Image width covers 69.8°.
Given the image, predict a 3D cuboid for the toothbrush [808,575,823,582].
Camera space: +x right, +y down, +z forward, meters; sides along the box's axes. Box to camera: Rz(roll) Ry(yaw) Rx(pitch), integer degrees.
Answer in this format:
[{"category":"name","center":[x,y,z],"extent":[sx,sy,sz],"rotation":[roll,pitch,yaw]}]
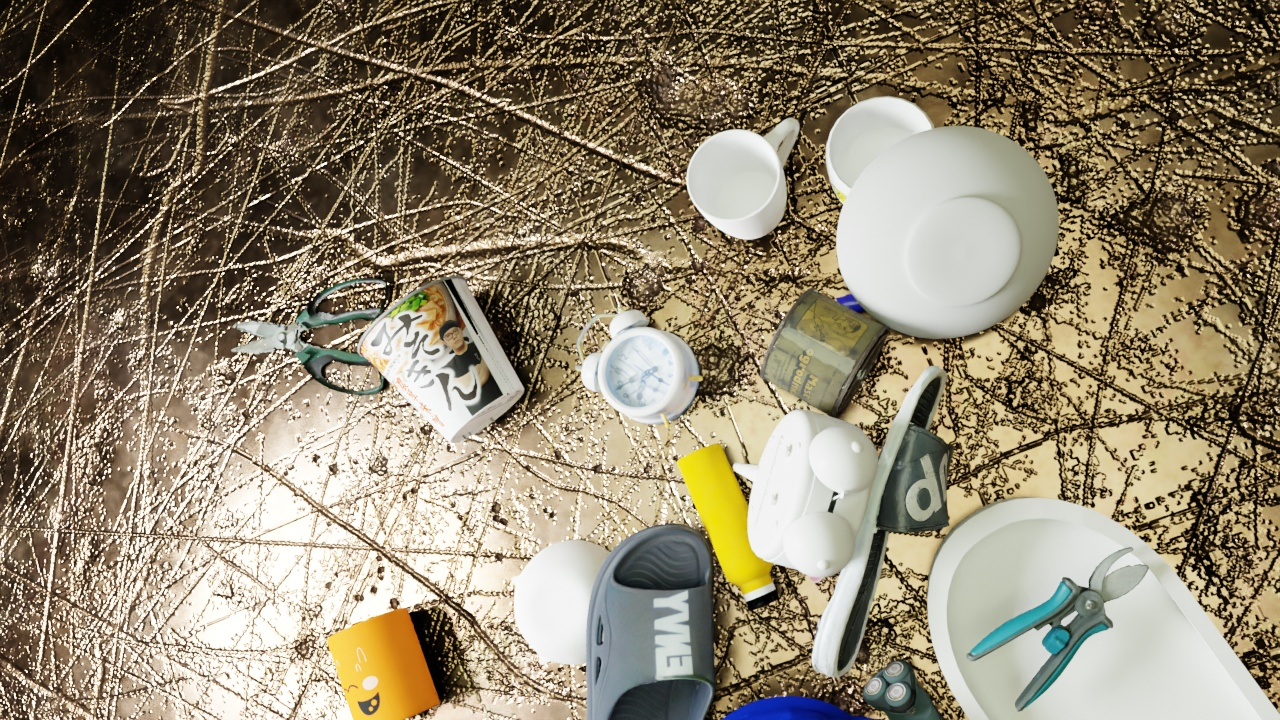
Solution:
[{"category":"toothbrush","center":[0.166,0.127,0.798],"extent":[0.022,0.016,0.135],"rotation":[13,86,20]}]

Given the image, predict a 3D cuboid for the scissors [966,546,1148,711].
[{"category":"scissors","center":[0.316,0.205,0.697],"extent":[0.126,0.019,0.154],"rotation":[5,92,8]}]

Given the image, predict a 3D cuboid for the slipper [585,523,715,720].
[{"category":"slipper","center":[0.008,0.274,0.776],"extent":[0.110,0.083,0.268],"rotation":[7,89,-11]}]

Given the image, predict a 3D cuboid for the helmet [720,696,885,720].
[{"category":"helmet","center":[0.124,0.383,0.707],"extent":[0.227,0.147,0.241],"rotation":[43,96,22]}]

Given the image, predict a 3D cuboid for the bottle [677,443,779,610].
[{"category":"bottle","center":[0.080,0.147,0.808],"extent":[0.043,0.043,0.143],"rotation":[-26,76,12]}]

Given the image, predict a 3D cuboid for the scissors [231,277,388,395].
[{"category":"scissors","center":[-0.351,-0.044,0.977],"extent":[0.210,0.015,0.137],"rotation":[13,90,16]}]

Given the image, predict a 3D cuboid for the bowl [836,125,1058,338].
[{"category":"bowl","center":[0.250,-0.094,0.733],"extent":[0.176,0.066,0.177],"rotation":[1,112,3]}]

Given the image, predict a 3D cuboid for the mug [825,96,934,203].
[{"category":"mug","center":[0.218,-0.167,0.792],"extent":[0.115,0.068,0.094],"rotation":[39,95,17]}]

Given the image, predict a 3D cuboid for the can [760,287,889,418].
[{"category":"can","center":[0.157,-0.005,0.779],"extent":[0.074,0.090,0.090],"rotation":[31,92,18]}]

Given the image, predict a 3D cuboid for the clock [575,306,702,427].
[{"category":"clock","center":[-0.005,0.005,0.849],"extent":[0.125,0.052,0.089],"rotation":[35,95,21]}]

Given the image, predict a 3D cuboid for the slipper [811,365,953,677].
[{"category":"slipper","center":[0.210,0.135,0.737],"extent":[0.063,0.111,0.264],"rotation":[23,92,27]}]

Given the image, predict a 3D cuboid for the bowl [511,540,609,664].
[{"category":"bowl","center":[-0.068,0.223,0.839],"extent":[0.115,0.050,0.114],"rotation":[-2,82,17]}]

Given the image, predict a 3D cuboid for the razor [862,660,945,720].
[{"category":"razor","center":[0.241,0.309,0.735],"extent":[0.047,0.052,0.143],"rotation":[-40,77,-1]}]

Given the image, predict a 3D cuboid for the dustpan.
[{"category":"dustpan","center":[0.339,0.230,0.713],"extent":[0.192,0.053,0.257],"rotation":[-35,75,10]}]

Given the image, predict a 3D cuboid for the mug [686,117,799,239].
[{"category":"mug","center":[0.102,-0.164,0.817],"extent":[0.081,0.087,0.114],"rotation":[44,96,17]}]

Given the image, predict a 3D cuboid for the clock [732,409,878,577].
[{"category":"clock","center":[0.127,0.103,0.736],"extent":[0.073,0.161,0.125],"rotation":[17,88,-7]}]

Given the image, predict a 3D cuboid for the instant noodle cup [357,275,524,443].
[{"category":"instant noodle cup","center":[-0.181,0.005,0.873],"extent":[0.124,0.123,0.122],"rotation":[-39,83,9]}]

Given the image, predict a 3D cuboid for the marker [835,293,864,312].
[{"category":"marker","center":[0.242,-0.066,0.797],"extent":[0.142,0.020,0.020],"rotation":[-16,79,14]}]

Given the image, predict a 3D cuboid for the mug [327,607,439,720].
[{"category":"mug","center":[-0.254,0.302,0.880],"extent":[0.113,0.077,0.096],"rotation":[-36,72,42]}]
